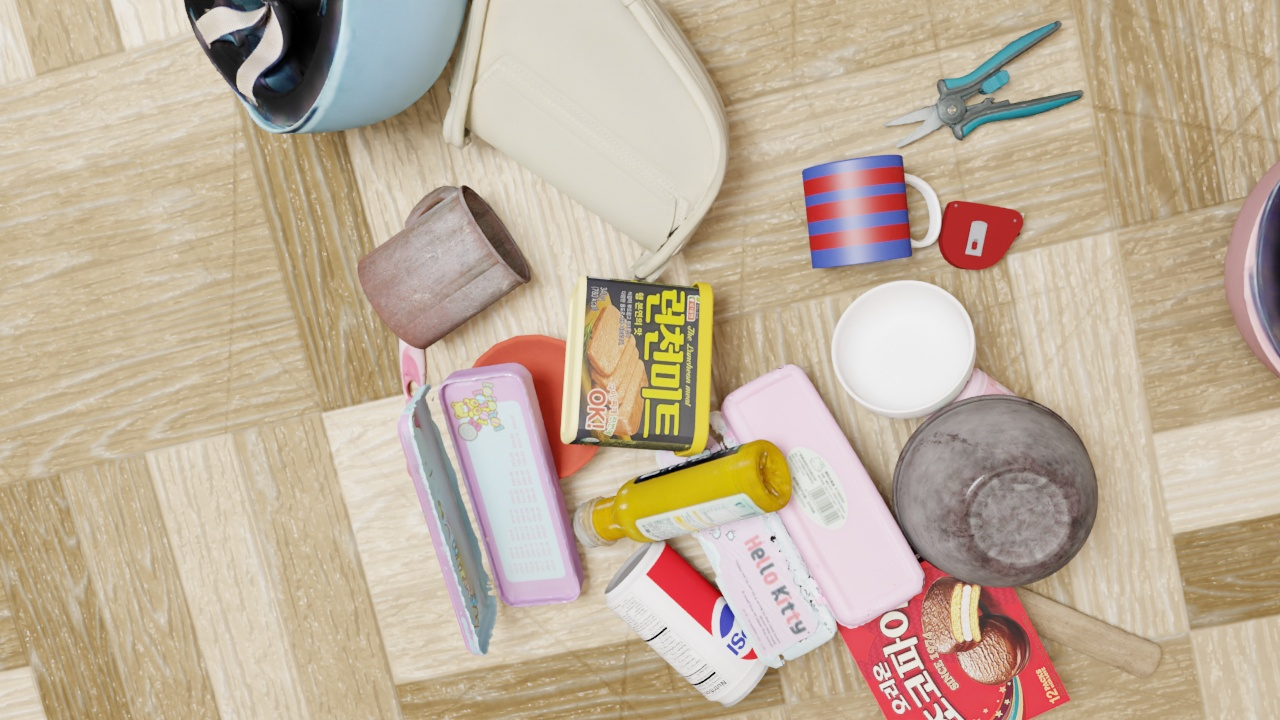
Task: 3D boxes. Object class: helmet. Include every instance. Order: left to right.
[{"bbox_3d":[-0.210,-0.276,0.641,0.265,0.166,0.226,57,134,31],"label":"helmet"},{"bbox_3d":[0.526,-0.072,0.633,0.255,0.152,0.230,-16,98,8],"label":"helmet"}]

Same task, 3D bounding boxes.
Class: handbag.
[{"bbox_3d":[-0.029,-0.195,0.699,0.229,0.131,0.184,36,116,-9],"label":"handbag"}]

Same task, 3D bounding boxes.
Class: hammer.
[{"bbox_3d":[0.266,0.181,0.752,0.331,0.030,0.119,23,98,-1],"label":"hammer"}]

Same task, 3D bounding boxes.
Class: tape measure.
[{"bbox_3d":[0.266,-0.096,0.719,0.059,0.019,0.051,10,97,4],"label":"tape measure"}]

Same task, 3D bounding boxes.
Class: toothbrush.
[{"bbox_3d":[-0.192,0.032,0.775,0.021,0.016,0.135,0,94,4],"label":"toothbrush"}]

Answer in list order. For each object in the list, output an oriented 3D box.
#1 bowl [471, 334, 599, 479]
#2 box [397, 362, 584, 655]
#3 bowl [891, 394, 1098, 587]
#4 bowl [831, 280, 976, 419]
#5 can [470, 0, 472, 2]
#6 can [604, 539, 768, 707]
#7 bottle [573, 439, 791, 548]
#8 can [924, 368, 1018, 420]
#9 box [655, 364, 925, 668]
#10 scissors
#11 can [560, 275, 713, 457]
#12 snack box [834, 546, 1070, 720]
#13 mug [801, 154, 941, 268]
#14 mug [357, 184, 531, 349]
[{"bbox_3d":[-0.085,0.038,0.756,0.122,0.035,0.122,1,96,5],"label":"bowl"},{"bbox_3d":[-0.114,0.117,0.704,0.090,0.092,0.214,-7,111,12],"label":"box"},{"bbox_3d":[0.258,0.102,0.651,0.145,0.067,0.145,1,99,5],"label":"bowl"},{"bbox_3d":[0.205,-0.005,0.707,0.105,0.054,0.104,-8,71,24],"label":"bowl"},{"bbox_3d":[-0.122,-0.339,0.702,0.063,0.063,0.114,-13,95,6],"label":"can"},{"bbox_3d":[0.039,0.213,0.747,0.132,0.070,0.070,43,98,-1],"label":"can"},{"bbox_3d":[0.026,0.109,0.710,0.187,0.053,0.053,-22,95,36],"label":"bottle"},{"bbox_3d":[0.269,0.052,0.711,0.076,0.067,0.067,34,98,0],"label":"can"},{"bbox_3d":[0.107,0.118,0.707,0.156,0.059,0.201,-32,72,11],"label":"box"},{"bbox_3d":[0.270,-0.206,0.707,0.120,0.019,0.150,30,103,-2],"label":"scissors"},{"bbox_3d":[-0.004,0.004,0.701,0.101,0.073,0.130,5,79,-11],"label":"can"},{"bbox_3d":[0.239,0.225,0.726,0.133,0.035,0.152,-28,96,7],"label":"snack box"},{"bbox_3d":[0.182,-0.115,0.704,0.111,0.075,0.076,-9,96,-19],"label":"mug"},{"bbox_3d":[-0.161,-0.084,0.730,0.110,0.096,0.123,-30,57,4],"label":"mug"}]
